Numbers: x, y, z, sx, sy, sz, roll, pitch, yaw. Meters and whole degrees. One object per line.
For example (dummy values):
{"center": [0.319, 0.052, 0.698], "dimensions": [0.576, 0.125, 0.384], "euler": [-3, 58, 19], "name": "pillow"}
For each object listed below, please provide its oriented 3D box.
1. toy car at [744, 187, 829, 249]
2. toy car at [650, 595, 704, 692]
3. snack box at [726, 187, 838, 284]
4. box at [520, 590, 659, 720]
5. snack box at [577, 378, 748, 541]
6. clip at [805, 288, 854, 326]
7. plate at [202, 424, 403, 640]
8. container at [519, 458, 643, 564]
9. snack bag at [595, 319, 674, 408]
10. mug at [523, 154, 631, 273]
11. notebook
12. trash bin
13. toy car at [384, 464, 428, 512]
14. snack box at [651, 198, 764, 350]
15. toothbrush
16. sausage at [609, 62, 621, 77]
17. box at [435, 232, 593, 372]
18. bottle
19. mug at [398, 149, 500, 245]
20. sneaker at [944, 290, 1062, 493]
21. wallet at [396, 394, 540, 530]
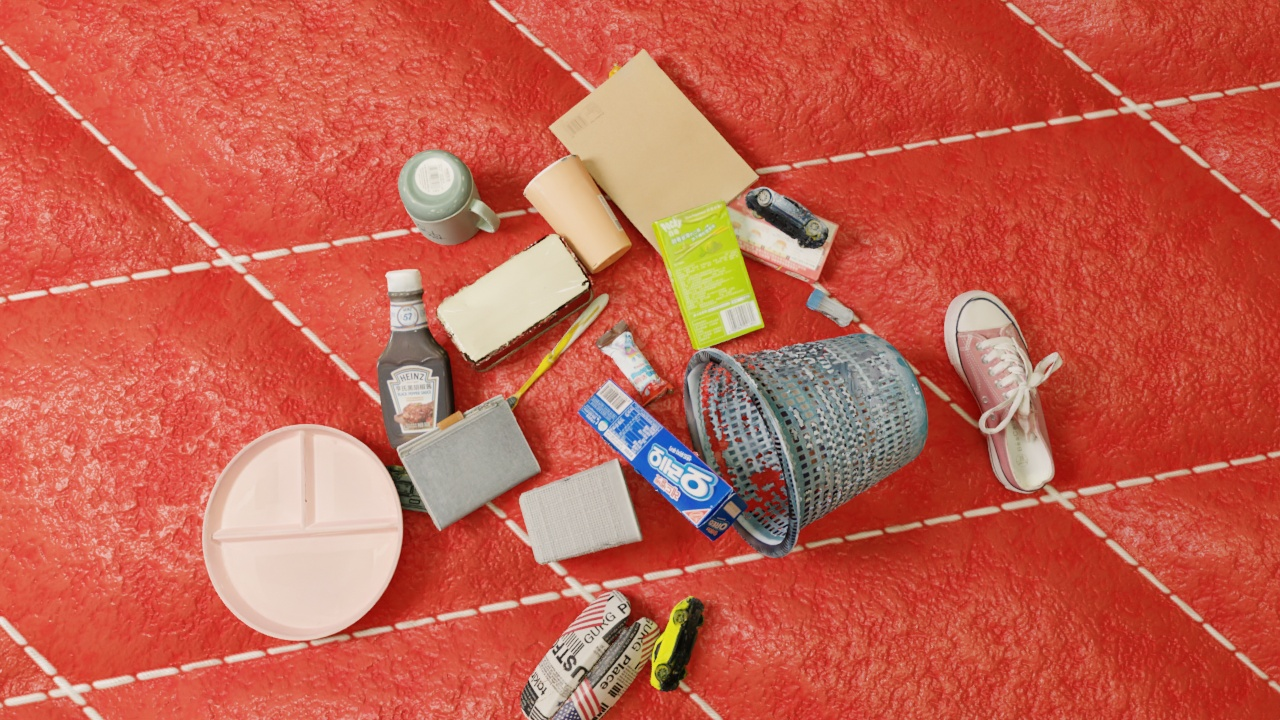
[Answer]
{"center": [0.169, -0.166, 1.052], "dimensions": [0.105, 0.049, 0.031], "euler": [33, 77, 4], "name": "toy car"}
{"center": [0.038, 0.306, 0.998], "dimensions": [0.032, 0.048, 0.105], "euler": [15, 79, 34], "name": "toy car"}
{"center": [0.151, -0.154, 1.088], "dimensions": [0.153, 0.025, 0.075], "euler": [23, 81, 2], "name": "snack box"}
{"center": [-0.050, 0.335, 0.991], "dimensions": [0.162, 0.076, 0.087], "euler": [-48, 115, -12], "name": "box"}
{"center": [0.021, 0.103, 0.976], "dimensions": [0.057, 0.058, 0.207], "euler": [-47, 55, -5], "name": "snack box"}
{"center": [0.224, -0.061, 1.080], "dimensions": [0.058, 0.036, 0.025], "euler": [30, 78, 7], "name": "clip"}
{"center": [-0.363, 0.184, 0.995], "dimensions": [0.229, 0.028, 0.229], "euler": [-1, 82, 8], "name": "plate"}
{"center": [-0.064, 0.167, 0.996], "dimensions": [0.114, 0.090, 0.090], "euler": [-17, 81, -2], "name": "container"}
{"center": [-0.006, 0.006, 1.055], "dimensions": [0.045, 0.026, 0.105], "euler": [-37, 81, -4], "name": "snack bag"}
{"center": [-0.068, -0.166, 1.061], "dimensions": [0.078, 0.078, 0.123], "euler": [-36, 88, -8], "name": "mug"}
{"center": [0.015, -0.246, 1.082], "dimensions": [0.149, 0.012, 0.211], "euler": [-40, 83, -4], "name": "notebook"}
{"center": [0.182, 0.069, 0.972], "dimensions": [0.194, 0.227, 0.226], "euler": [-18, 81, -18], "name": "trash bin"}
{"center": [-0.239, 0.146, 1.020], "dimensions": [0.106, 0.031, 0.049], "euler": [9, 81, -5], "name": "toy car"}
{"center": [0.078, -0.098, 1.055], "dimensions": [0.085, 0.026, 0.156], "euler": [-20, 97, -6], "name": "snack box"}
{"center": [-0.100, -0.007, 1.058], "dimensions": [0.016, 0.018, 0.191], "euler": [41, 81, 3], "name": "toothbrush"}
{"center": [-0.020, -0.282, 1.106], "dimensions": [0.021, 0.021, 0.165], "euler": [-6, 80, -3], "name": "sausage"}
{"center": [-0.142, -0.068, 1.037], "dimensions": [0.168, 0.078, 0.091], "euler": [-34, 83, -8], "name": "box"}
{"center": [-0.249, -0.001, 1.006], "dimensions": [0.080, 0.044, 0.195], "euler": [-3, 102, 0], "name": "bottle"}
{"center": [-0.213, -0.179, 1.039], "dimensions": [0.112, 0.106, 0.082], "euler": [25, 79, 2], "name": "mug"}
{"center": [0.416, 0.031, 1.034], "dimensions": [0.118, 0.088, 0.241], "euler": [-13, 82, -4], "name": "sneaker"}
{"center": [-0.188, 0.108, 1.004], "dimensions": [0.129, 0.037, 0.106], "euler": [-29, 104, -22], "name": "wallet"}
